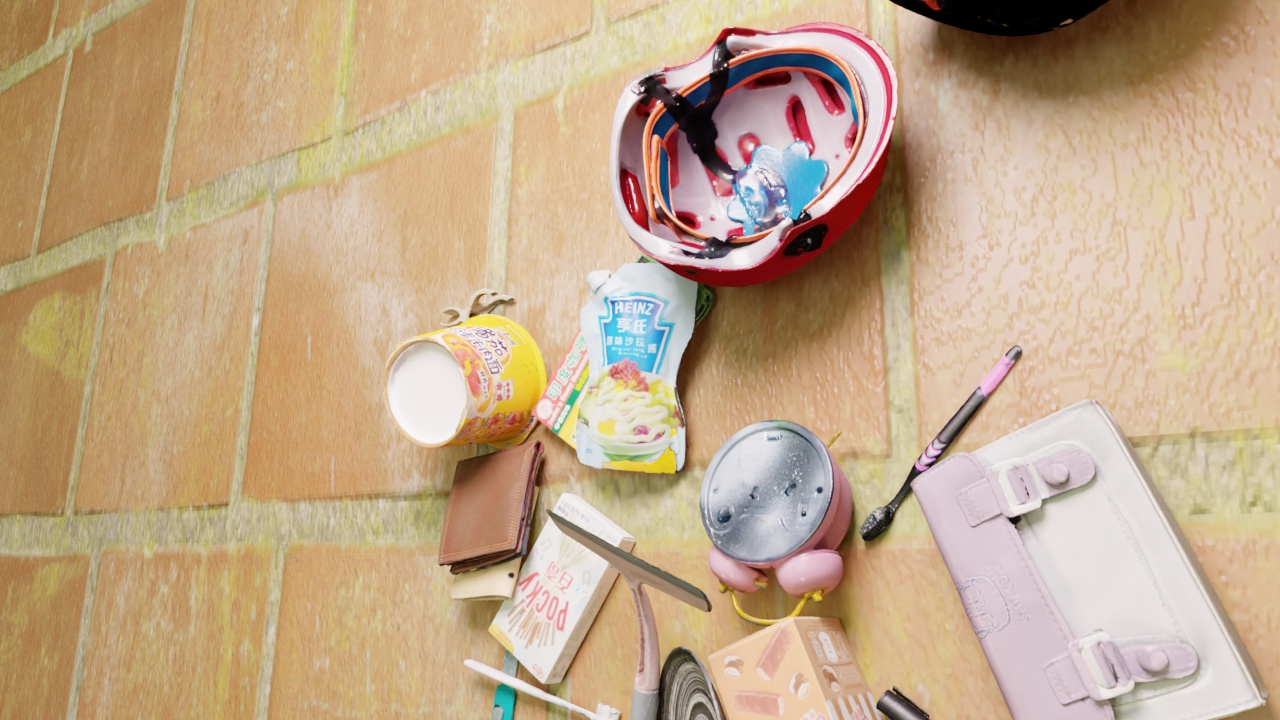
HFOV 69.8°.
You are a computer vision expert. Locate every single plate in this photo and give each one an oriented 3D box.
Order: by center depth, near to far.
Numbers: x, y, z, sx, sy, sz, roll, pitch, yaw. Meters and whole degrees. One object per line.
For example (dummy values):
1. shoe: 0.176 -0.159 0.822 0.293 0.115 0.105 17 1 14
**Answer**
1. plate: 0.047 0.312 0.705 0.179 0.024 0.179 -179 91 -75

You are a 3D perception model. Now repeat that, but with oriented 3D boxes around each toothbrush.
1. toothbrush: 0.227 0.064 0.700 0.014 0.017 0.189 43 102 37
2. toothbrush: -0.095 0.305 0.854 0.180 0.016 0.016 9 73 31

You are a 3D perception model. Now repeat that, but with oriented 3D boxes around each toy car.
1. toy car: 0.028 -0.068 0.862 0.091 0.036 0.043 37 98 32

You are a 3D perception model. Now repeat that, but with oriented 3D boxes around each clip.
1. clip: -0.180 -0.037 1.000 0.103 0.035 0.092 -28 62 31

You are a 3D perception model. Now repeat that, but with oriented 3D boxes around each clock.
1. clock: 0.107 0.128 0.723 0.117 0.060 0.158 -6 61 37

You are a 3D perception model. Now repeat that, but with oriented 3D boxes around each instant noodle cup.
1. instant noodle cup: -0.178 0.025 0.912 0.138 0.109 0.138 4 98 28

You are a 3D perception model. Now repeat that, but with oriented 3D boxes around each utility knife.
1. utility knife: -0.136 0.352 0.878 0.029 0.013 0.216 -1 73 31

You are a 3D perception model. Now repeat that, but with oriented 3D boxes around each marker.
1. marker: 0.225 0.279 0.644 0.022 0.020 0.132 -43 51 -18

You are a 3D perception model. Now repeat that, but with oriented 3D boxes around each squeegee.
1. squeegee: -0.001 0.266 0.764 0.248 0.040 0.250 11 106 57

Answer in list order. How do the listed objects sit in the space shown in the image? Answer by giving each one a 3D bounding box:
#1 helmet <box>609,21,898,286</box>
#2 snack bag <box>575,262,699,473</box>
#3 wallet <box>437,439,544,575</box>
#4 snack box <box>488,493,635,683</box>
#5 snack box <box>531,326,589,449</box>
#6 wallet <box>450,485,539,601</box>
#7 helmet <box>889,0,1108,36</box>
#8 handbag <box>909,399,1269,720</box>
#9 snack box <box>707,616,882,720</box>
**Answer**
1. helmet: 0.102 -0.161 0.772 0.240 0.144 0.206 -21 66 14
2. snack bag: -0.005 0.005 0.838 0.110 0.038 0.191 3 90 26
3. wallet: -0.144 0.142 0.899 0.101 0.032 0.124 -18 48 30
4. snack box: -0.075 0.213 0.863 0.085 0.027 0.157 31 94 36
5. snack box: -0.039 0.007 0.893 0.077 0.027 0.156 34 98 35
6. wallet: -0.146 0.182 0.910 0.087 0.024 0.115 -12 54 35
7. helmet: 0.265 -0.347 0.630 0.230 0.274 0.234 30 107 10
8. handbag: 0.280 0.143 0.598 0.145 0.098 0.196 -34 60 30
9. snack box: 0.117 0.249 0.680 0.077 0.092 0.094 -33 61 22
